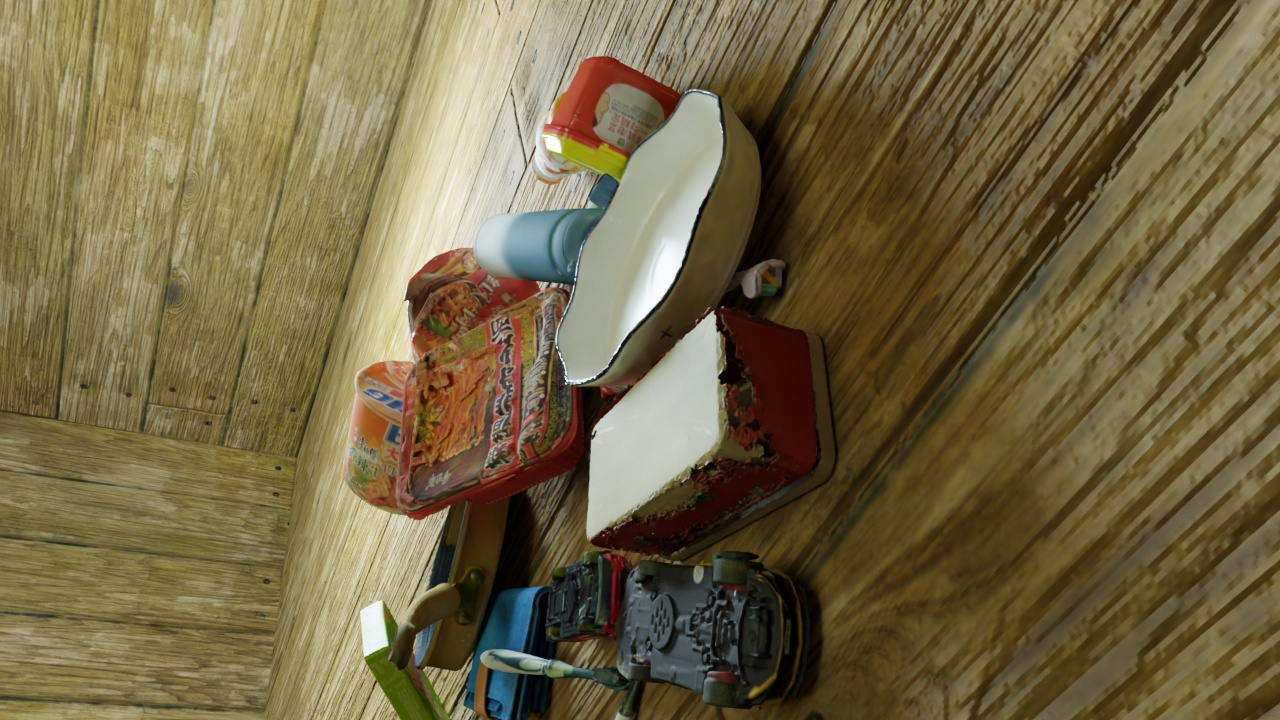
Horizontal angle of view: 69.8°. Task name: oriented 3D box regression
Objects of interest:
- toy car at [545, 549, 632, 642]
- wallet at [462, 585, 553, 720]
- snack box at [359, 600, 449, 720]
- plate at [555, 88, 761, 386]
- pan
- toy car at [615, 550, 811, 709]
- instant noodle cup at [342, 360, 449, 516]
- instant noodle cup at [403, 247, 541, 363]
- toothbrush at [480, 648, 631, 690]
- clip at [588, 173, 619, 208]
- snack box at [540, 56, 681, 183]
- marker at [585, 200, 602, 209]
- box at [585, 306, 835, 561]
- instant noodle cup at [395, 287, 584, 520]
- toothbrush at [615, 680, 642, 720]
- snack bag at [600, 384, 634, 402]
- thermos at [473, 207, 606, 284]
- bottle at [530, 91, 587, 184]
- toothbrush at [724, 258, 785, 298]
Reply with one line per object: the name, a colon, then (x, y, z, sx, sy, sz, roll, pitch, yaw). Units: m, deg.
toy car: (-0.031, 0.157, 0.602, 0.121, 0.045, 0.052, 135, 140, -63)
wallet: (-0.108, 0.239, 0.753, 0.133, 0.040, 0.106, -29, 48, 61)
snack box: (-0.214, 0.308, 0.855, 0.156, 0.026, 0.086, 68, 167, -21)
plate: (0.011, -0.073, 0.594, 0.205, 0.045, 0.204, -52, 25, 35)
pan: (-0.167, 0.192, 0.784, 0.357, 0.078, 0.197, -166, 91, -77)
toy car: (0.031, 0.138, 0.479, 0.156, 0.041, 0.071, -23, 57, 60)
instant noodle cup: (-0.237, 0.083, 0.958, 0.112, 0.151, 0.151, -67, 25, 20)
instant noodle cup: (-0.171, -0.031, 0.929, 0.109, 0.138, 0.137, 135, 142, -65)
toothbrush: (-0.068, 0.216, 0.646, 0.192, 0.018, 0.016, -15, 57, 50)
clip: (-0.012, -0.120, 0.694, 0.024, 0.056, 0.028, -54, 31, 17)
snack box: (-0.018, -0.182, 0.702, 0.080, 0.091, 0.082, -66, 25, 8)
marker: (-0.052, -0.121, 0.834, 0.146, 0.017, 0.016, -49, 35, 47)
box: (0.022, 0.047, 0.501, 0.169, 0.078, 0.091, -45, 38, 52)
instant noodle cup: (-0.116, 0.044, 0.762, 0.189, 0.079, 0.164, -24, 49, 24)
toothbrush: (-0.016, 0.232, 0.568, 0.012, 0.017, 0.186, -143, 68, -79)
snack bag: (-0.004, 0.004, 0.648, 0.105, 0.026, 0.045, -13, 57, 64)
thermos: (-0.077, -0.100, 0.798, 0.221, 0.070, 0.070, 11, 88, 59)
bottle: (-0.068, -0.203, 0.855, 0.109, 0.063, 0.063, -33, 49, 59)
toothbrush: (0.035, -0.037, 0.593, 0.029, 0.021, 0.189, -44, 11, -21)
